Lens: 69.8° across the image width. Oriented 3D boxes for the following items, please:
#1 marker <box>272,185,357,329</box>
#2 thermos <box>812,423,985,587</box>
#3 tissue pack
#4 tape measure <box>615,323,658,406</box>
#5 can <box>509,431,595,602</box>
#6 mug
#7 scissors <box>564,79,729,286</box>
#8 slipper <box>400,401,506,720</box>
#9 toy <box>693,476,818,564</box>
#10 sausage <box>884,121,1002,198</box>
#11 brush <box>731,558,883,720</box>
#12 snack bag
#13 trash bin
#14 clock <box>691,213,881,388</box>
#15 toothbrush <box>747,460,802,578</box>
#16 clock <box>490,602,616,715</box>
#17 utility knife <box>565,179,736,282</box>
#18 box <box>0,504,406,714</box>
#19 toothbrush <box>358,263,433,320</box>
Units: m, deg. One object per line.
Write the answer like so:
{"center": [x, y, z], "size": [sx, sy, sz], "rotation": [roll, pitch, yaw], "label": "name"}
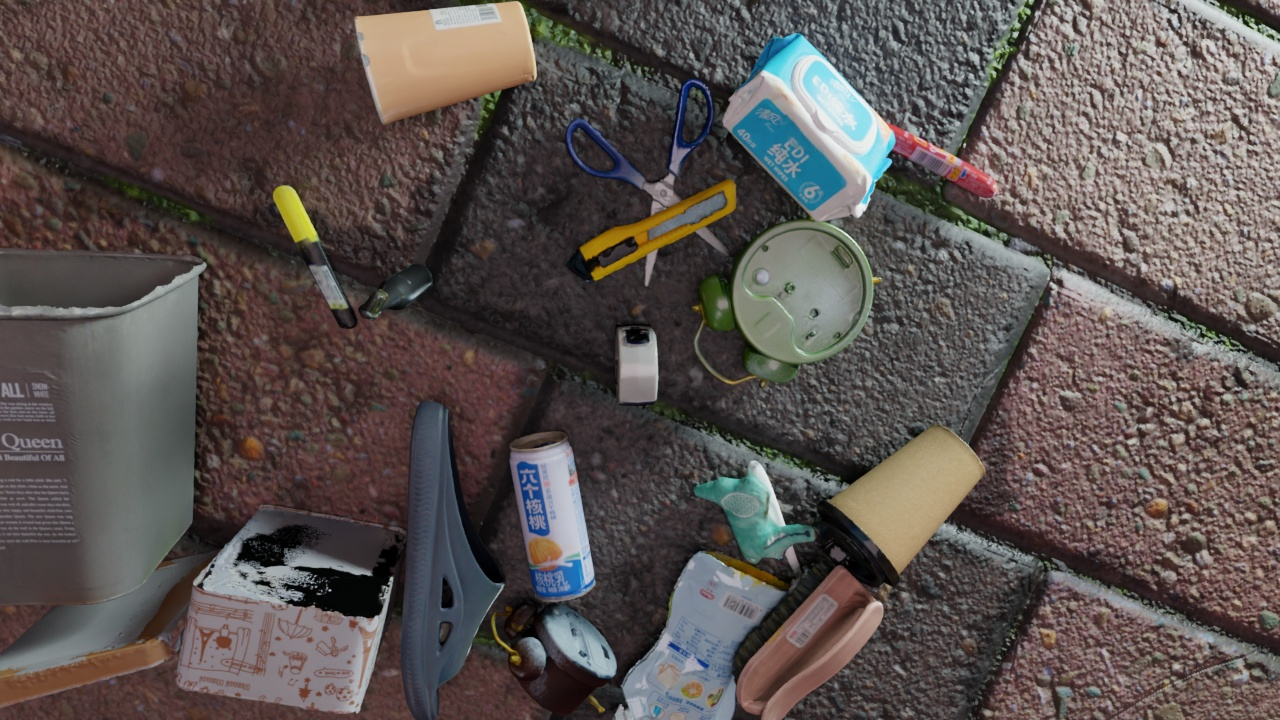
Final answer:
{"center": [-0.260, -0.081, 0.736], "size": [0.018, 0.015, 0.124], "rotation": [-23, 105, -1], "label": "marker"}
{"center": [0.222, 0.124, 0.789], "size": [0.143, 0.093, 0.093], "rotation": [-41, 102, -6], "label": "thermos"}
{"center": [0.135, -0.181, 0.714], "size": [0.140, 0.063, 0.089], "rotation": [44, 50, -10], "label": "tissue pack"}
{"center": [-0.004, 0.004, 0.750], "size": [0.033, 0.066, 0.066], "rotation": [-2, 101, -4], "label": "tape measure"}
{"center": [-0.075, 0.130, 0.773], "size": [0.053, 0.053, 0.134], "rotation": [-10, 101, -4], "label": "can"}
{"center": [-0.144, -0.230, 0.691], "size": [0.122, 0.078, 0.078], "rotation": [-15, 101, -8], "label": "mug"}
{"center": [0.012, -0.150, 0.751], "size": [0.162, 0.012, 0.176], "rotation": [19, 99, -10], "label": "scissors"}
{"center": [-0.150, 0.167, 0.746], "size": [0.083, 0.110, 0.268], "rotation": [2, 97, -9], "label": "slipper"}
{"center": [0.102, 0.139, 0.798], "size": [0.097, 0.030, 0.092], "rotation": [-12, 112, 27], "label": "toy"}
{"center": [0.236, -0.172, 0.765], "size": [0.156, 0.020, 0.020], "rotation": [24, 97, -10], "label": "sausage"}
{"center": [0.138, 0.243, 0.779], "size": [0.145, 0.073, 0.063], "rotation": [-46, 122, -3], "label": "brush"}
{"center": [0.054, 0.268, 0.819], "size": [0.110, 0.039, 0.191], "rotation": [24, 97, -20], "label": "snack bag"}
{"center": [-0.427, 0.042, 0.657], "size": [0.199, 0.198, 0.220], "rotation": [2, 106, -6], "label": "trash bin"}
{"center": [0.114, -0.047, 0.758], "size": [0.161, 0.056, 0.116], "rotation": [-41, 101, 2], "label": "clock"}
{"center": [0.133, 0.170, 0.820], "size": [0.016, 0.016, 0.180], "rotation": [-25, 102, -5], "label": "toothbrush"}
{"center": [-0.076, 0.248, 0.778], "size": [0.122, 0.082, 0.055], "rotation": [38, 100, -24], "label": "clock"}
{"center": [0.011, -0.106, 0.747], "size": [0.154, 0.015, 0.033], "rotation": [-27, 108, 0], "label": "utility knife"}
{"center": [-0.321, 0.186, 0.695], "size": [0.272, 0.178, 0.106], "rotation": [-1, 100, -6], "label": "box"}
{"center": [-0.172, -0.049, 0.648], "size": [0.026, 0.212, 0.027], "rotation": [37, 94, -10], "label": "toothbrush"}
